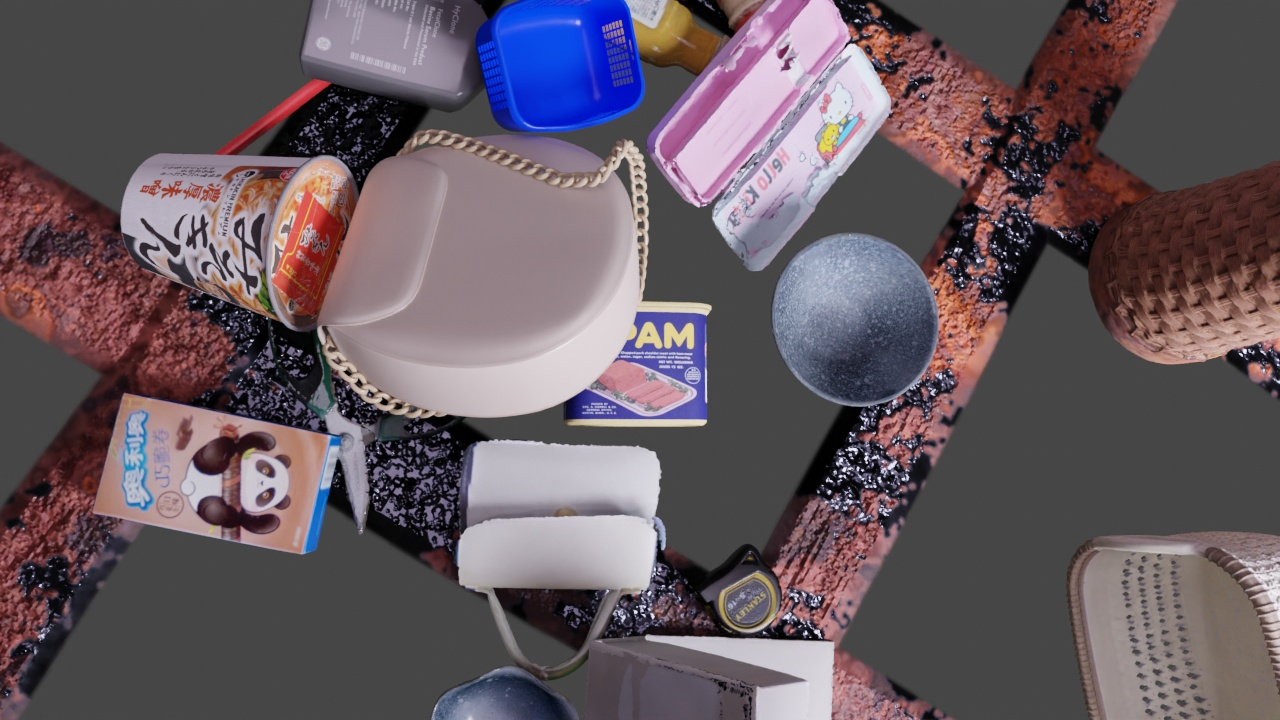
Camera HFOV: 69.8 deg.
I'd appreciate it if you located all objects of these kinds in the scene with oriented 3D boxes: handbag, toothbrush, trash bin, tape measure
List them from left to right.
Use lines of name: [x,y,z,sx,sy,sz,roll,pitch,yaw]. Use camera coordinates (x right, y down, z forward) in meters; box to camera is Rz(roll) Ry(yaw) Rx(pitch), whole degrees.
toothbrush: [-0.280,-0.197,0.710,0.212,0.012,0.018,-42,91,-11]
handbag: [-0.106,-0.069,0.637,0.209,0.103,0.210,1,55,6]
handbag: [-0.061,0.147,0.675,0.151,0.074,0.176,4,84,-9]
tape measure: [0.078,0.183,0.712,0.061,0.034,0.061,-33,85,-16]
trash bin: [0.482,-0.083,0.715,0.151,0.210,0.151,1,84,-10]

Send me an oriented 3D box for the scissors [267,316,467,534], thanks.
scissors: [-0.194,0.024,0.699,0.202,0.015,0.201,-11,86,-11]

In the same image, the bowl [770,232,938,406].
bowl: [0.163,-0.030,0.737,0.137,0.057,0.137,1,83,-9]

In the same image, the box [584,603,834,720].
box: [0.094,0.304,0.745,0.174,0.421,0.167,1,82,25]

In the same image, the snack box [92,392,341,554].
snack box: [-0.301,0.081,0.659,0.151,0.034,0.087,12,84,-2]

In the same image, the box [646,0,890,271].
box: [0.108,-0.191,0.741,0.201,0.038,0.152,-50,125,-10]

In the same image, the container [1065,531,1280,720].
container: [0.441,0.244,0.694,0.142,0.185,0.246,-8,86,-20]

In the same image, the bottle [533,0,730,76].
bottle: [-0.007,-0.277,0.740,0.186,0.053,0.053,26,80,-6]

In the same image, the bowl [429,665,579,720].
bowl: [-0.101,0.274,0.664,0.110,0.055,0.110,1,83,-9]

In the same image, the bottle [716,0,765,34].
bottle: [0.081,-0.307,0.763,0.044,0.044,0.109,-29,88,-11]

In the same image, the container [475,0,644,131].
container: [-0.063,-0.221,0.688,0.114,0.058,0.096,-20,108,-27]

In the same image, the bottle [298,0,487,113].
bottle: [-0.164,-0.241,0.708,0.173,0.046,0.083,12,87,-16]

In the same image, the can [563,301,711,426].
can: [-0.004,0.004,0.709,0.116,0.056,0.092,1,85,-9]

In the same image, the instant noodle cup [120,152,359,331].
instant noodle cup: [-0.282,-0.093,0.647,0.122,0.123,0.123,12,82,8]
